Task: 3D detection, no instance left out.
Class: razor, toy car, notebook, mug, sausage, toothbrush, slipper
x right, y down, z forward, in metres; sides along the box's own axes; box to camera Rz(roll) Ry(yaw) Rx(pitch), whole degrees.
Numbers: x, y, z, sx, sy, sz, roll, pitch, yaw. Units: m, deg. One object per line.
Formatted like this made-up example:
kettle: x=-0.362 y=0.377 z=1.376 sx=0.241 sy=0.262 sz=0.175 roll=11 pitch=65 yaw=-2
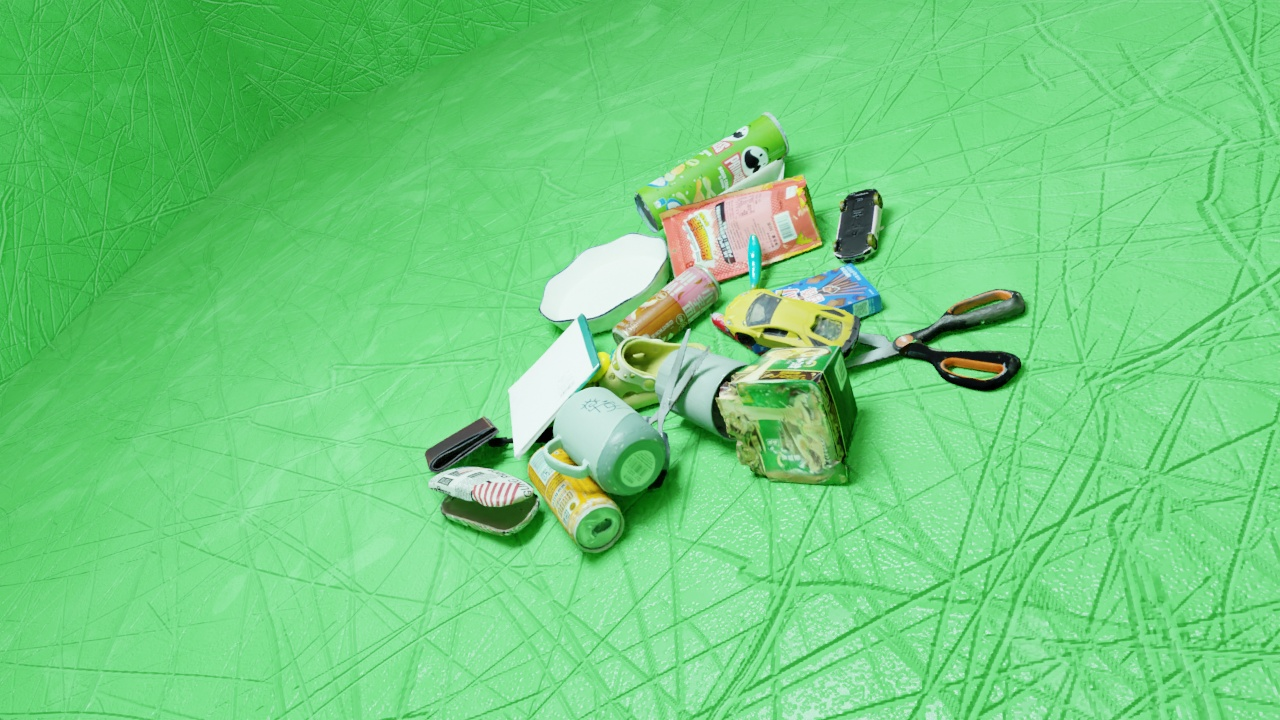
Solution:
razor: x=0.143 y=-0.107 z=1.176 sx=0.043 sy=0.028 sz=0.132 roll=-12 pitch=54 yaw=28
toy car: x=0.281 y=-0.171 z=1.177 sx=0.056 sy=0.037 sz=0.122 roll=-8 pitch=50 yaw=34
notebook: x=-0.111 y=0.025 z=1.144 sx=0.150 sy=0.012 sz=0.209 roll=-47 pitch=20 yaw=9
mug: x=0.093 y=0.029 z=1.012 sx=0.123 sy=0.084 sz=0.103 roll=-15 pitch=21 yaw=-33
sausage: x=0.126 y=-0.029 z=1.111 sx=0.020 sy=0.020 sz=0.156 roll=-35 pitch=33 yaw=-10
toothbrush: x=-0.099 y=0.090 z=1.114 sx=0.213 sy=0.026 sz=0.027 roll=-9 pitch=8 yaw=30
toy car: x=0.164 y=-0.039 z=1.013 sx=0.156 sy=0.041 sz=0.071 roll=19 pitch=62 yaw=24
mug: x=-0.042 y=0.091 z=0.958 sx=0.111 sy=0.082 sz=0.106 roll=-20 pitch=34 yaw=-25
slipper: x=-0.007 y=0.006 z=1.106 sx=0.191 sy=0.082 sz=0.091 roll=-12 pitch=37 yaw=19

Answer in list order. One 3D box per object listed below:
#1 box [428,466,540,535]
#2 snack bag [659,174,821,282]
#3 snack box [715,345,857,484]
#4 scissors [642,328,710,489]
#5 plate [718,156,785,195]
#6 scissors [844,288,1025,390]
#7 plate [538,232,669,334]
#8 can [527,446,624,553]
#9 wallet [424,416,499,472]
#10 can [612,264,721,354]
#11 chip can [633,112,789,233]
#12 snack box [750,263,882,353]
box: x=-0.182 y=0.144 z=1.048 sx=0.164 sy=0.079 sz=0.074 roll=4 pitch=40 yaw=50
snack bag: x=0.135 y=-0.174 z=1.248 sx=0.208 sy=0.073 sz=0.128 roll=-17 pitch=73 yaw=16
snack box: x=0.157 y=0.043 z=0.911 sx=0.118 sy=0.118 sz=0.105 roll=-1 pitch=31 yaw=37
scissors: x=0.025 y=0.057 z=0.987 sx=0.160 sy=0.014 sz=0.171 roll=-25 pitch=59 yaw=45
plate: x=0.146 y=-0.253 z=1.394 sx=0.162 sy=0.034 sz=0.265 roll=-14 pitch=35 yaw=21
scissors: x=0.299 y=-0.018 z=0.959 sx=0.221 sy=0.022 sz=0.223 roll=-29 pitch=33 yaw=-1
plate: x=-0.048 y=-0.109 z=1.332 sx=0.205 sy=0.045 sz=0.204 roll=-21 pitch=33 yaw=14
can: x=-0.071 y=0.144 z=0.983 sx=0.058 sy=0.058 sz=0.146 roll=-35 pitch=33 yaw=-10
wallet: x=-0.229 y=0.104 z=1.164 sx=0.096 sy=0.020 sz=0.122 roll=-31 pitch=10 yaw=-12
can: x=0.034 y=-0.061 z=1.190 sx=0.147 sy=0.058 sz=0.058 roll=-39 pitch=34 yaw=-16
chip can: x=0.104 y=-0.277 z=1.359 sx=0.236 sy=0.072 sz=0.072 roll=-32 pitch=32 yaw=-5
snack box: x=0.194 y=-0.062 z=1.080 sx=0.157 sy=0.026 sz=0.084 roll=-19 pitch=32 yaw=0
